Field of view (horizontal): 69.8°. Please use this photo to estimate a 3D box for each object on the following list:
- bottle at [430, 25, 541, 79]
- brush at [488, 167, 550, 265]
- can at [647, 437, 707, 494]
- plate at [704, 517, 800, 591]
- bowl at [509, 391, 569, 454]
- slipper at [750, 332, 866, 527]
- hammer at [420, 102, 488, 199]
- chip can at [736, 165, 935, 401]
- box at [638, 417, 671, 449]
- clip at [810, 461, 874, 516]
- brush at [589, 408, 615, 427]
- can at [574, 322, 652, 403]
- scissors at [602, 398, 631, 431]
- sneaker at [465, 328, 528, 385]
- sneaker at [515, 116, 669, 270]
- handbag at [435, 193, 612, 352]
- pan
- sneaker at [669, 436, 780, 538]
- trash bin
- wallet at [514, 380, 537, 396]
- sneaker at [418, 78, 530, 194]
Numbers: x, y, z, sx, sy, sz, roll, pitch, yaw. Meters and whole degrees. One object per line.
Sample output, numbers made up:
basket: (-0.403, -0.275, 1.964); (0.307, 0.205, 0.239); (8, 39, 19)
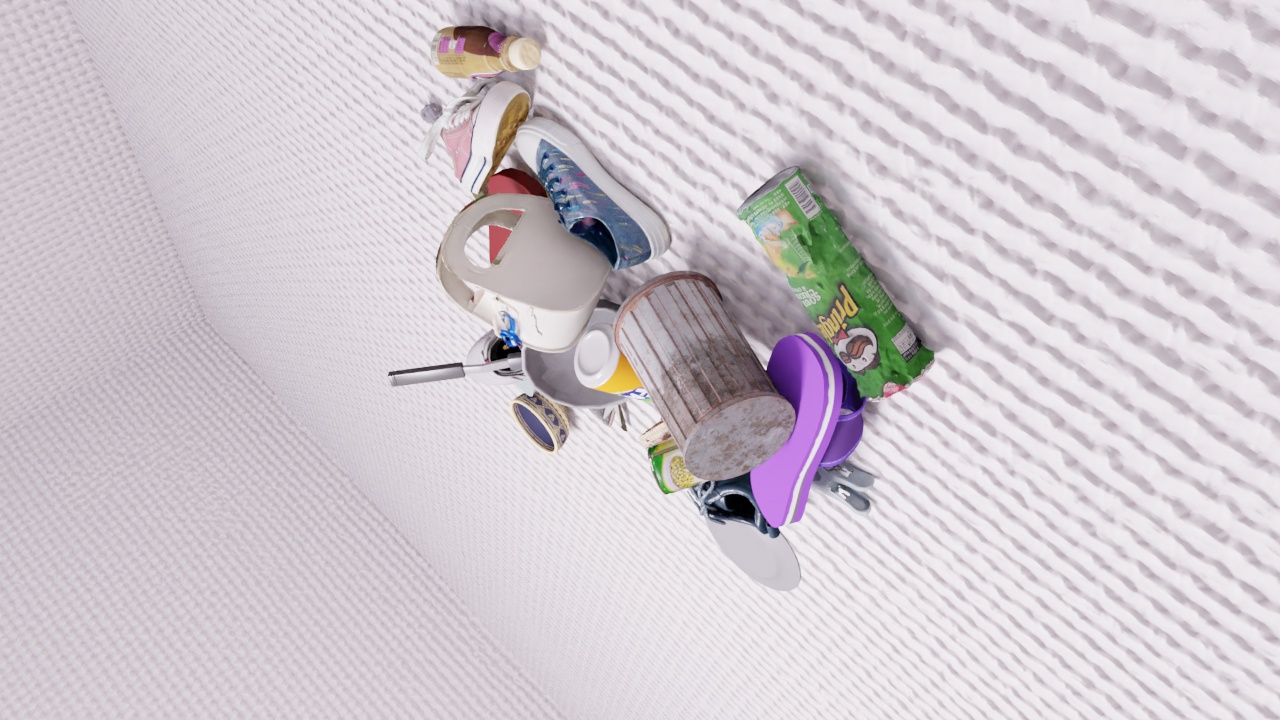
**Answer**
bottle: (-0.175, -0.352, 1.049); (0.166, 0.059, 0.060); (20, 138, 44)
brush: (-0.158, -0.175, 1.220); (0.082, 0.041, 0.174); (29, 137, 21)
can: (0.076, 0.118, 1.144); (0.067, 0.121, 0.067); (-21, -90, -77)
plate: (0.154, 0.264, 1.318); (0.178, 0.012, 0.179); (36, 148, 27)
bowl: (-0.157, 0.093, 1.526); (0.112, 0.061, 0.113); (37, 151, 24)
slipper: (0.187, 0.070, 0.979); (0.267, 0.084, 0.107); (95, 157, -44)
hammer: (-0.212, -0.219, 1.290); (0.147, 0.028, 0.317); (-14, 112, 53)
chip can: (0.176, -0.070, 0.841); (0.223, 0.075, 0.076); (54, 152, -3)
box: (0.056, 0.065, 1.174); (0.043, 0.083, 0.187); (50, 150, -1)
clip: (0.195, 0.100, 1.056); (0.172, 0.029, 0.141); (23, 142, 41)
brush: (-0.057, 0.057, 1.389); (0.050, 0.015, 0.136); (42, 150, 16)
can: (-0.007, 0.007, 1.119); (0.079, 0.142, 0.079); (-15, 68, 42)
scissors: (-0.038, 0.029, 1.315); (0.180, 0.015, 0.193); (-12, 120, 51)
sneaker: (-0.196, -0.008, 1.343); (0.264, 0.128, 0.097); (-23, 95, 46)
sneaker: (-0.074, -0.187, 1.068); (0.235, 0.079, 0.088); (44, 150, 15)
handbag: (-0.139, -0.110, 1.094); (0.199, 0.200, 0.093); (24, 140, 2)
pan: (-0.155, -0.001, 1.206); (0.041, 0.357, 0.179); (-94, -5, -48)
sneaker: (0.102, 0.166, 1.204); (0.236, 0.087, 0.089); (18, 137, 46)
trash bin: (0.061, 0.008, 0.977); (0.131, 0.130, 0.211); (87, 161, -47)
wallet: (-0.186, -0.014, 1.462); (0.100, 0.054, 0.132); (35, 146, 14)
sneaker: (-0.203, -0.284, 1.123); (0.088, 0.118, 0.242); (37, 159, -9)
